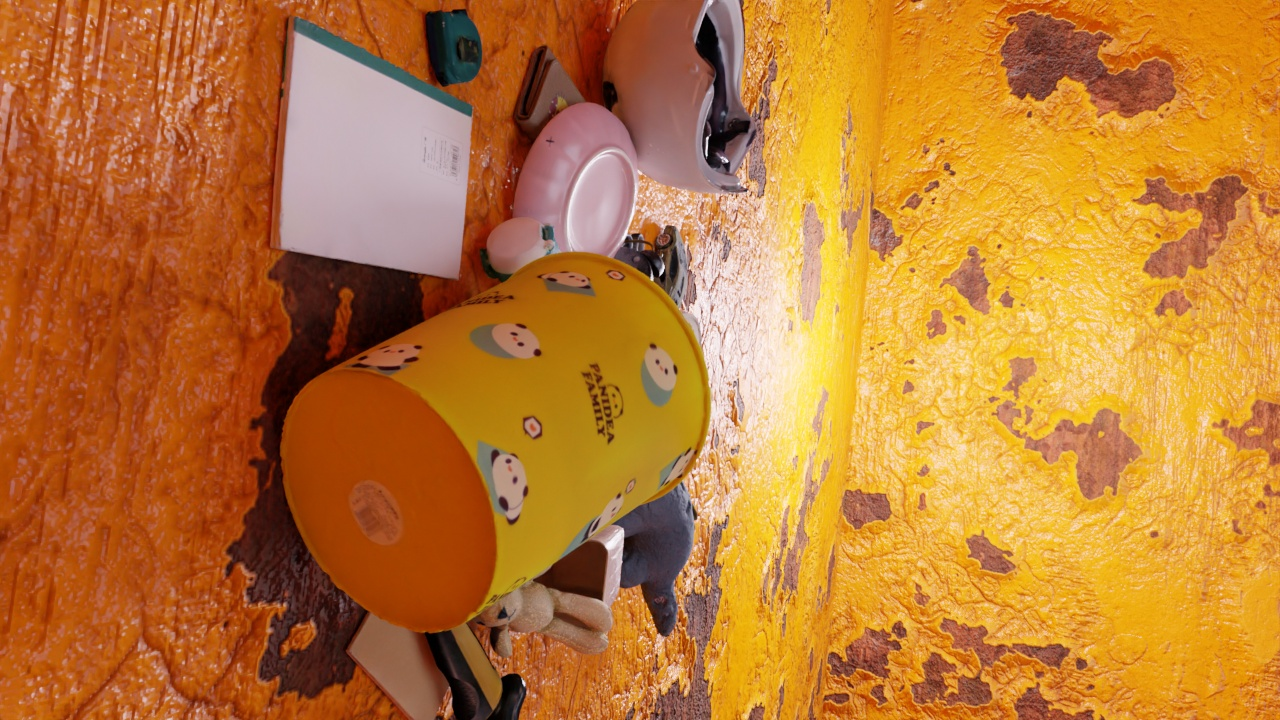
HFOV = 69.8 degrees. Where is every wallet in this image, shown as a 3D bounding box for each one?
[{"bbox_3d":[-0.079,-0.238,0.902,0.115,0.033,0.090,45,55,-58],"label":"wallet"}]

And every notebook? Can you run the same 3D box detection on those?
[{"bbox_3d":[-0.170,0.195,0.807,0.150,0.012,0.210,72,32,-43],"label":"notebook"},{"bbox_3d":[-0.189,-0.144,0.681,0.208,0.012,0.150,4,92,-68],"label":"notebook"}]

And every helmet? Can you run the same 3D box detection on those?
[{"bbox_3d":[0.038,-0.307,1.019,0.229,0.146,0.258,56,35,-59],"label":"helmet"}]

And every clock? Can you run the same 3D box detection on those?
[{"bbox_3d":[-0.020,-0.088,1.013,0.055,0.082,0.121,68,36,-56],"label":"clock"}]

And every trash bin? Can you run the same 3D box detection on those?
[{"bbox_3d":[-0.102,0.055,0.681,0.254,0.230,0.230,-32,124,-56],"label":"trash bin"}]

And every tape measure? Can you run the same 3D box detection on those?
[{"bbox_3d":[-0.148,-0.252,0.738,0.054,0.025,0.058,-39,131,-59],"label":"tape measure"}]

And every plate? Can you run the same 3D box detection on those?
[{"bbox_3d":[-0.053,-0.156,0.913,0.191,0.039,0.193,-41,142,-43],"label":"plate"}]

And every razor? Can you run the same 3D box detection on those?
[{"bbox_3d":[-0.147,0.262,0.796,0.067,0.062,0.168,-31,124,-22],"label":"razor"}]

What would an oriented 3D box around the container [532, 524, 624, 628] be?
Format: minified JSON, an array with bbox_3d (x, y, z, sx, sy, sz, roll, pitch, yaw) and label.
[{"bbox_3d":[-0.067,0.215,0.946,0.111,0.090,0.090,-3,99,-79],"label":"container"}]

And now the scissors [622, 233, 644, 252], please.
[{"bbox_3d":[-0.012,-0.072,1.124,0.142,0.014,0.173,-62,149,-41],"label":"scissors"}]

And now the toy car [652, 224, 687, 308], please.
[{"bbox_3d":[0.036,-0.106,1.200,0.070,0.042,0.157,55,42,-58],"label":"toy car"}]

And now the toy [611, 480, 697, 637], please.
[{"bbox_3d":[0.010,0.208,1.146,0.137,0.091,0.357,-49,139,-36],"label":"toy"}]

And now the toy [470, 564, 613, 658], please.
[{"bbox_3d":[-0.093,0.230,0.837,0.157,0.066,0.105,27,91,-31],"label":"toy"}]

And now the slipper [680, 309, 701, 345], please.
[{"bbox_3d":[-0.013,0.014,1.085,0.273,0.054,0.114,-35,124,-47],"label":"slipper"}]

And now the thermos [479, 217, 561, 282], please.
[{"bbox_3d":[-0.080,-0.042,0.879,0.224,0.073,0.073,63,39,-48],"label":"thermos"}]
